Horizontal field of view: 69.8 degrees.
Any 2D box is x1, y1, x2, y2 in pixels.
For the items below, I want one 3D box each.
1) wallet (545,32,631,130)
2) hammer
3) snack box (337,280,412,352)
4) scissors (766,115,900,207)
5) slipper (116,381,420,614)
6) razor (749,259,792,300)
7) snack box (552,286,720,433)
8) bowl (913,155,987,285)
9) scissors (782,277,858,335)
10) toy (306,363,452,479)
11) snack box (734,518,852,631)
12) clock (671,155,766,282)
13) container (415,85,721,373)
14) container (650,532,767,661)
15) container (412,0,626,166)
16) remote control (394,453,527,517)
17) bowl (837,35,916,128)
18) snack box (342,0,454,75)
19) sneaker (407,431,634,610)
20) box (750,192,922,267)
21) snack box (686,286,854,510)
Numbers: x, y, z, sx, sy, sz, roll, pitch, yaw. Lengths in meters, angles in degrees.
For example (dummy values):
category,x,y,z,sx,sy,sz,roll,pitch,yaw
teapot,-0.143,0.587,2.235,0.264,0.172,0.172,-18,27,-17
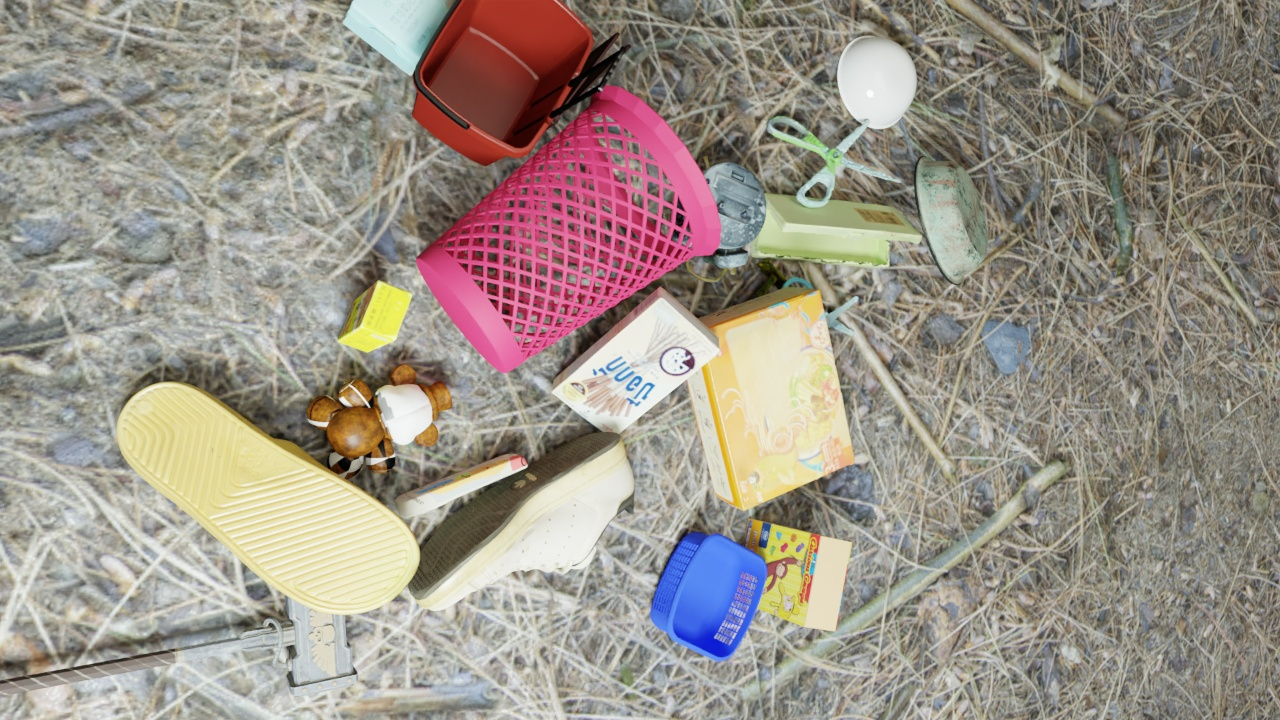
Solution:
category,x,y,z,sx,sy,sz,roll,pitch,yaw
wallet,-0.064,-0.254,0.868,0.018,0.092,0.115,43,71,-21
hammer,-0.393,0.237,0.722,0.321,0.044,0.098,-4,91,-27
snack box,-0.220,-0.034,0.755,0.029,0.148,0.040,23,78,-22
scissors,0.216,-0.223,1.028,0.171,0.023,0.168,18,56,-11
slipper,-0.305,0.116,0.753,0.263,0.078,0.099,37,69,-4
razor,0.119,-0.058,0.998,0.042,0.026,0.105,46,75,-21
snack box,-0.005,0.005,0.880,0.150,0.026,0.082,-40,114,23
bowl,0.369,-0.169,1.074,0.157,0.039,0.157,24,59,-49
scissors,0.193,-0.035,1.030,0.136,0.015,0.125,23,92,-33
toy,-0.223,0.051,0.804,0.112,0.067,0.087,-25,100,-34
snack box,0.155,0.219,0.952,0.040,0.126,0.088,15,82,-26
clock,0.081,-0.146,0.961,0.090,0.052,0.129,18,81,-26
container,-0.073,-0.106,0.827,0.225,0.183,0.183,-39,106,-14
container,0.067,0.239,0.945,0.096,0.058,0.114,32,76,-23
container,-0.111,-0.253,0.780,0.127,0.201,0.148,33,75,-19
remote control,-0.163,0.113,0.842,0.125,0.038,0.018,-21,100,-25
bowl,0.287,-0.331,1.074,0.109,0.041,0.110,0,89,-27
snack box,-0.188,-0.350,0.829,0.075,0.053,0.174,36,73,-21
sneaker,-0.099,0.166,0.856,0.241,0.089,0.102,-34,114,-26
box,0.214,-0.149,1.030,0.187,0.089,0.077,0,70,-24
snack box,0.129,0.035,0.962,0.145,0.081,0.195,-19,104,-20
